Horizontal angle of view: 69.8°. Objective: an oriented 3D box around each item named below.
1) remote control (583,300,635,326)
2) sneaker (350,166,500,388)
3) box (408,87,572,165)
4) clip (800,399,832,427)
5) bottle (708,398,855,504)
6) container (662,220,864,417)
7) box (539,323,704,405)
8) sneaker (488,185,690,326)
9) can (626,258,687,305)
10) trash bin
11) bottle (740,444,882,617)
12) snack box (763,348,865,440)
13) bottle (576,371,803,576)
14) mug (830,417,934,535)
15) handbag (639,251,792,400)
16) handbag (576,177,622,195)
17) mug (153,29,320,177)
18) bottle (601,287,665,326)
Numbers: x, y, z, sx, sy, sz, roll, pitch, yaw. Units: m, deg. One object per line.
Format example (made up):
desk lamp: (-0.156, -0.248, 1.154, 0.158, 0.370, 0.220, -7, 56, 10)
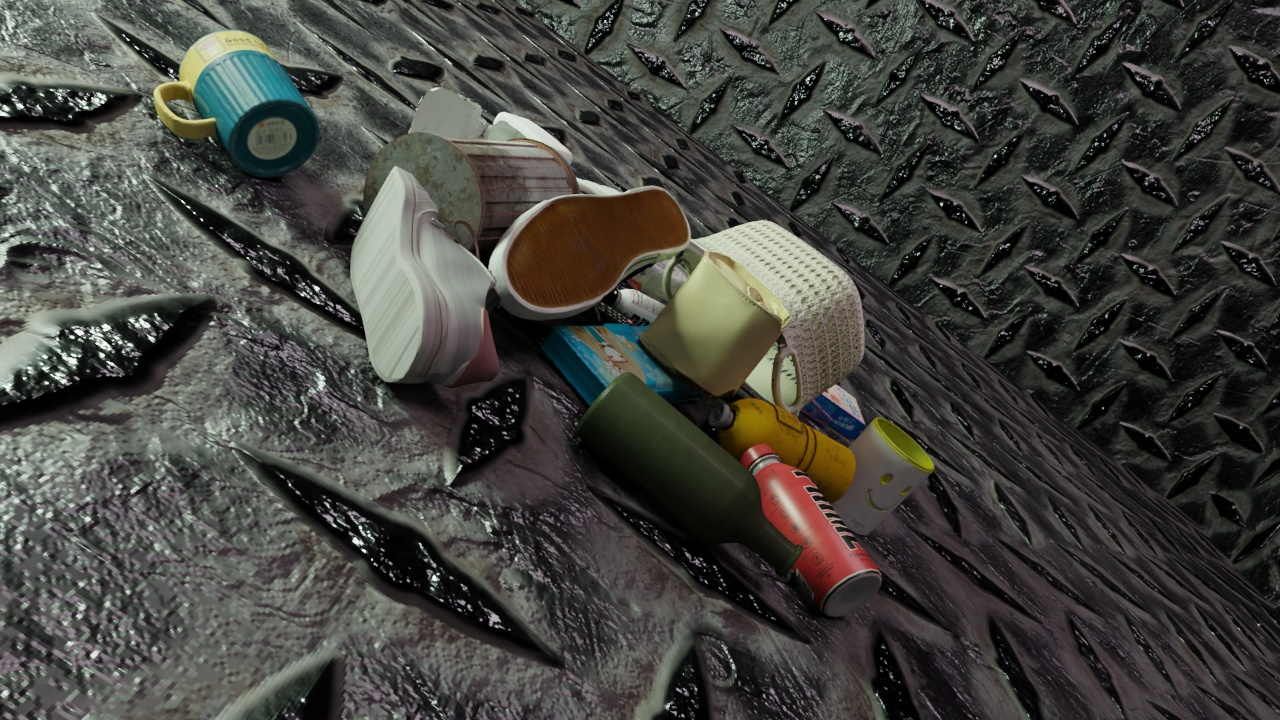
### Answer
remote control: (-0.061, -0.063, 1.019, 0.146, 0.015, 0.033, 32, 20, -16)
sneaker: (-0.162, -0.062, 0.724, 0.089, 0.099, 0.236, 21, 33, -37)
box: (-0.180, -0.249, 1.090, 0.189, 0.111, 0.101, 33, 16, 1)
clip: (0.237, 0.069, 1.234, 0.051, 0.033, 0.013, 36, 19, -9)
bottle: (0.142, 0.088, 0.955, 0.163, 0.071, 0.071, 28, 22, -25)
container: (0.146, -0.056, 1.069, 0.251, 0.143, 0.185, 47, -20, 48)
box: (-0.006, 0.006, 0.934, 0.094, 0.039, 0.226, 47, 22, 20)
sneaker: (-0.065, -0.090, 0.904, 0.293, 0.128, 0.120, -32, 95, -56)
can: (0.019, -0.113, 1.232, 0.086, 0.043, 0.086, 31, 21, -13)
trash bin: (-0.153, -0.153, 0.891, 0.131, 0.131, 0.210, 42, 21, 10)
bottle: (0.147, 0.147, 0.845, 0.062, 0.062, 0.176, 20, 26, -41)
snack box: (0.243, 0.043, 1.291, 0.154, 0.033, 0.087, 34, 21, -11)
bottle: (0.045, 0.099, 0.759, 0.207, 0.072, 0.071, 40, 20, 5)
mug: (0.256, 0.128, 1.012, 0.082, 0.106, 0.082, 33, 20, -14)
handbag: (0.077, -0.032, 0.928, 0.111, 0.119, 0.081, 44, 21, 17)
handbag: (-0.067, -0.193, 1.200, 0.139, 0.072, 0.194, 26, 14, 22)
mug: (-0.347, -0.215, 0.782, 0.113, 0.083, 0.107, -20, 60, -34)
bottle: (0.001, -0.056, 1.075, 0.116, 0.041, 0.041, 25, 24, -33)
